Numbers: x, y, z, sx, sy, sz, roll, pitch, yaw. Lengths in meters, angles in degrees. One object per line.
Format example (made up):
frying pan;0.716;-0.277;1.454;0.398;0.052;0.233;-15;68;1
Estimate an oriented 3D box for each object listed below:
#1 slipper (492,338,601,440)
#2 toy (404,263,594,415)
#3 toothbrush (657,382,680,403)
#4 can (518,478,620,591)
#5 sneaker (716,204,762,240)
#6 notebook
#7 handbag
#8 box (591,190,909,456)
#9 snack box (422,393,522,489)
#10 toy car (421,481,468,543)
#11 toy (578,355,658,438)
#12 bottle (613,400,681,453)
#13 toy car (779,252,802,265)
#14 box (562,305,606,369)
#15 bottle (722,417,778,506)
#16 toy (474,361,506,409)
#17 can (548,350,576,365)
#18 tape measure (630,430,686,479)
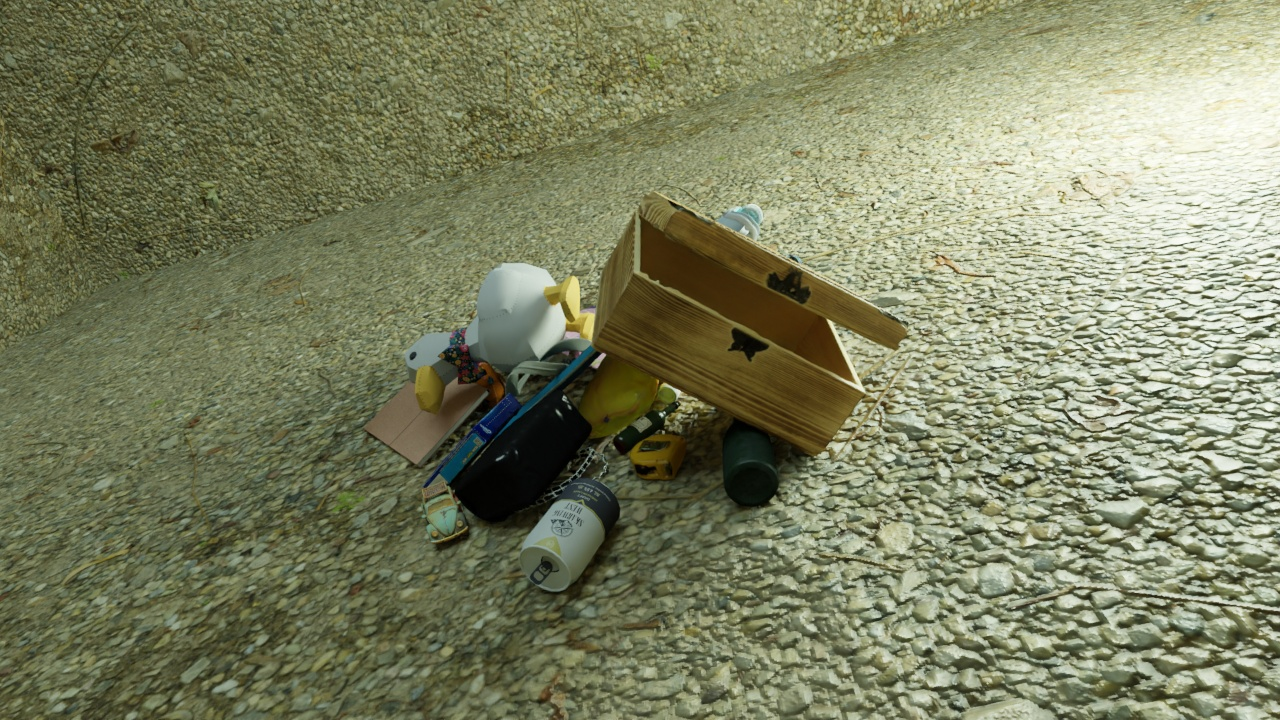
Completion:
slipper;-0.109;0.010;1.153;0.296;0.060;0.118;-40;0;43
toy;-0.195;-0.044;1.260;0.268;0.141;0.246;-10;47;16
toothbrush;0.072;-0.008;1.262;0.027;0.026;0.221;-13;23;29
can;-0.073;0.177;0.923;0.064;0.064;0.127;-4;28;30
sneaker;0.122;-0.190;1.446;0.160;0.093;0.256;-41;10;14
notebook;-0.314;0.073;1.334;0.141;0.008;0.209;-49;34;-17
handbag;-0.128;0.129;1.074;0.125;0.114;0.153;-30;16;38
box;0.109;-0.067;1.022;0.279;0.176;0.246;25;21;-11
snack box;-0.207;0.106;1.121;0.151;0.027;0.082;-46;1;40
toy car;-0.234;0.171;1.073;0.047;0.047;0.112;-23;22;-12
toy;-0.007;0.007;1.169;0.135;0.087;0.193;-33;18;43
bottle;0.011;0.078;1.123;0.105;0.025;0.025;-34;28;-30
toy car;0.190;-0.127;1.395;0.120;0.056;0.043;-14;1;23
box;-0.006;-0.049;1.348;0.229;0.035;0.159;-24;37;-30
bottle;0.114;0.089;0.990;0.055;0.055;0.173;-14;23;9
toy;-0.227;0.020;1.329;0.070;0.103;0.090;-21;17;-19
can;-0.107;-0.022;1.400;0.086;0.043;0.086;-15;24;7
tape measure;0.018;0.108;1.049;0.059;0.030;0.068;-4;27;25
